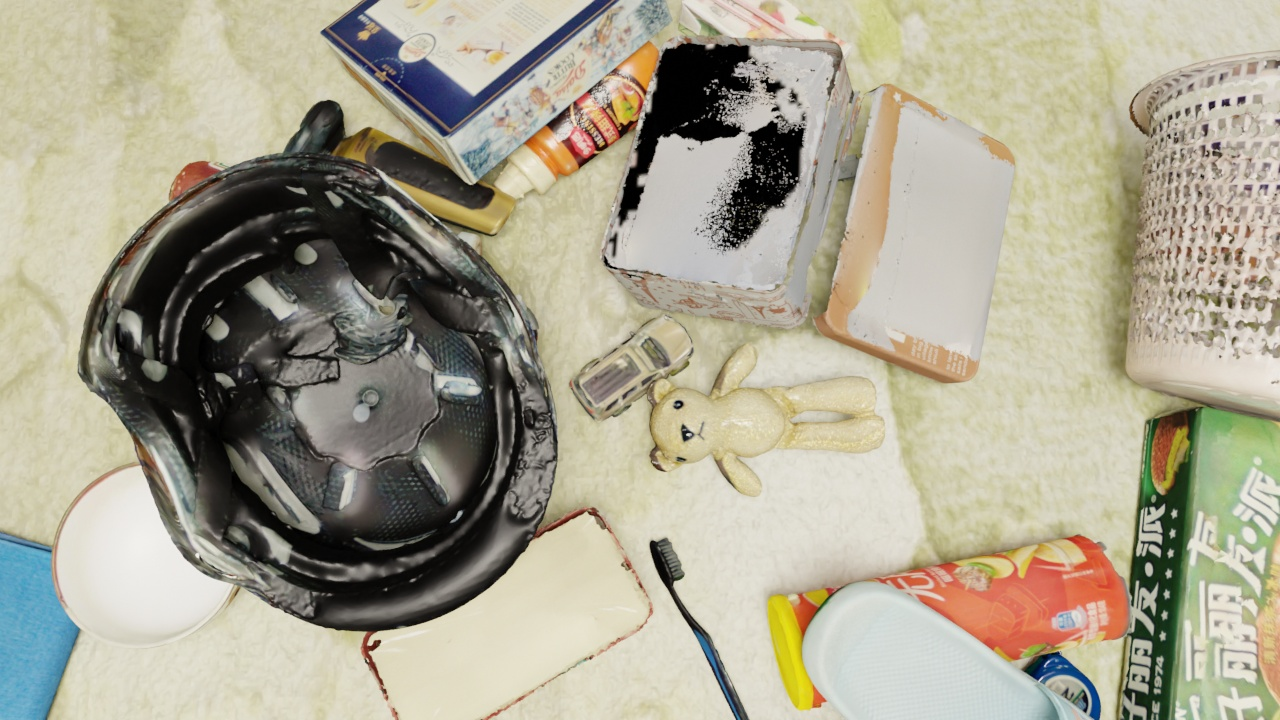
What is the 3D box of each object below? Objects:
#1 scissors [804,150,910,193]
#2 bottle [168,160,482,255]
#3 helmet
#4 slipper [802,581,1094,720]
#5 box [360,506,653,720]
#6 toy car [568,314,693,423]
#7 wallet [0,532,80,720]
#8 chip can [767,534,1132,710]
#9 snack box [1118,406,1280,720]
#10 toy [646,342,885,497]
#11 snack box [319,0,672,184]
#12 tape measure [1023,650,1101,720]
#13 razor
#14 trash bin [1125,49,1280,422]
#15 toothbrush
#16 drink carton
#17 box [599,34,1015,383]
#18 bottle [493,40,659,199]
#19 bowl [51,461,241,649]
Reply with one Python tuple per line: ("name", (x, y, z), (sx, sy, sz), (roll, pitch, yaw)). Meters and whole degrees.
("scissors", (0.152, -0.150, 0.682), (0.175, 0.014, 0.135), (25, 80, 6))
("bottle", (-0.213, -0.090, 0.633), (0.206, 0.060, 0.059), (12, 78, 0))
("helmet", (-0.179, 0.018, 0.562), (0.230, 0.157, 0.274), (-41, 97, -7))
("slipper", (0.198, 0.219, 0.514), (0.245, 0.074, 0.104), (41, 87, -1))
("box", (-0.080, 0.167, 0.573), (0.168, 0.080, 0.091), (-29, 80, -7))
("toy car", (-0.004, 0.004, 0.632), (0.090, 0.035, 0.042), (-35, 83, -11))
("wallet", (-0.417, 0.179, 0.582), (0.106, 0.040, 0.133), (16, 78, -3))
("chip can", (0.194, 0.166, 0.588), (0.216, 0.073, 0.073), (-10, 79, -5))
("snack box", (0.391, 0.158, 0.599), (0.114, 0.063, 0.239), (13, 78, 0))
("toy", (0.082, 0.041, 0.611), (0.157, 0.066, 0.105), (-4, 96, 5))
("snack box", (-0.104, -0.232, 0.636), (0.182, 0.046, 0.178), (-42, 57, -8))
("tape measure", (0.270, 0.224, 0.601), (0.054, 0.025, 0.058), (42, 89, 1))
("razor", (-0.165, -0.131, 0.635), (0.167, 0.068, 0.062), (23, 66, 4))
("trash bin", (0.413, -0.063, 0.583), (0.227, 0.227, 0.192), (15, 91, 1))
("toothbrush", (0.053, 0.203, 0.605), (0.016, 0.014, 0.189), (-22, 80, -31))
("drink carton", (0.091, -0.240, 0.679), (0.122, 0.045, 0.053), (38, 81, 6))
("box", (0.121, -0.103, 0.614), (0.273, 0.126, 0.178), (15, 79, 0))
("bottle", (-0.047, -0.169, 0.655), (0.149, 0.067, 0.067), (-45, 83, -3))
("bowl", (-0.300, 0.121, 0.584), (0.113, 0.062, 0.113), (0, 80, -2))
